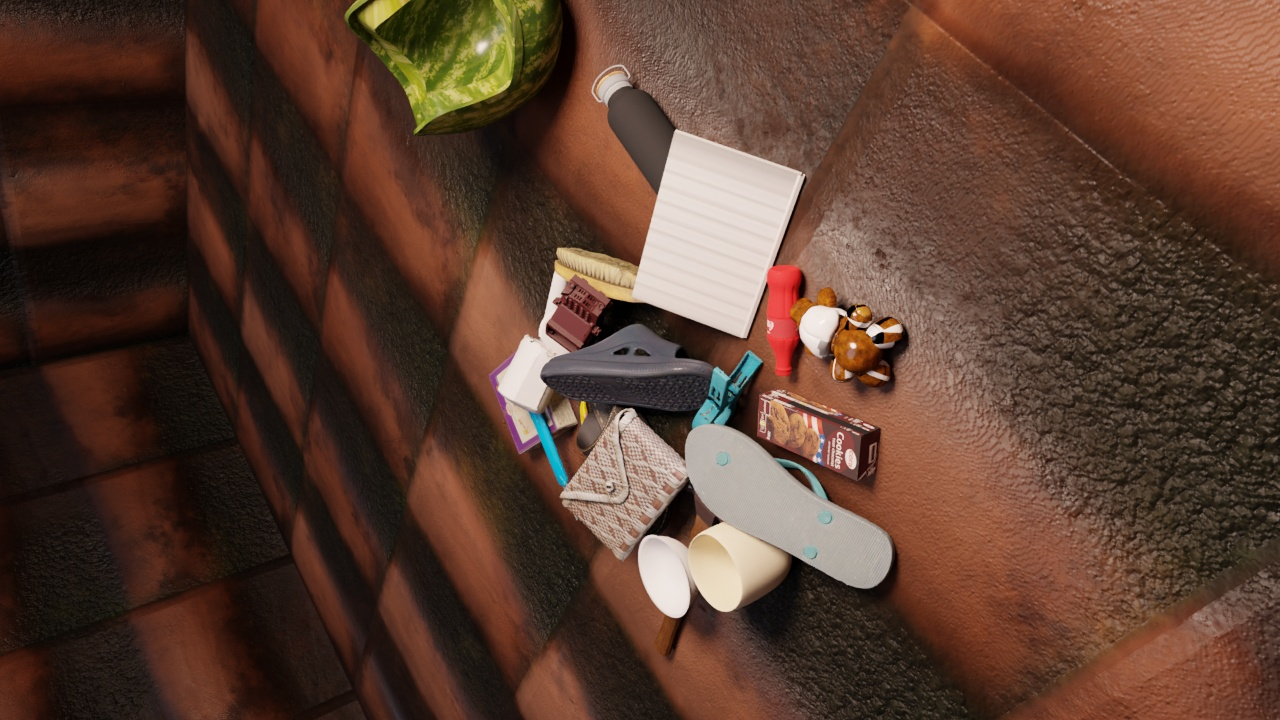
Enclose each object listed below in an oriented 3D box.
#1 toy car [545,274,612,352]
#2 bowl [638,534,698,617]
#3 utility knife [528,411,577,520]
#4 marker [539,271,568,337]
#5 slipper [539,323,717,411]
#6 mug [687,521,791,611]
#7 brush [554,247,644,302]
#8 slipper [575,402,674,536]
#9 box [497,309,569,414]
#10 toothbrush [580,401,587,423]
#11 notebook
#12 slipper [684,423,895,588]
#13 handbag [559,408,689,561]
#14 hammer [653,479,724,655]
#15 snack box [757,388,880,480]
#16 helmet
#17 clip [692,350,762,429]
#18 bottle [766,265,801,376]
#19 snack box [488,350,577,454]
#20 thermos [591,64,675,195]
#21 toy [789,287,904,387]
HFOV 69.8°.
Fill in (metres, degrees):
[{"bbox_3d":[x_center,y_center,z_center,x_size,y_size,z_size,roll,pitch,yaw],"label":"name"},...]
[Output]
[{"bbox_3d":[-0.085,-0.053,1.215,0.070,0.061,0.170,37,164,2],"label":"toy car"},{"bbox_3d":[0.045,0.275,1.196,0.110,0.040,0.110,27,123,49],"label":"bowl"},{"bbox_3d":[-0.132,0.145,1.387,0.031,0.015,0.205,-31,78,53],"label":"utility knife"},{"bbox_3d":[-0.129,-0.075,1.358,0.027,0.023,0.133,-112,30,-45],"label":"marker"},{"bbox_3d":[-0.007,0.007,1.168,0.269,0.110,0.083,0,61,36],"label":"slipper"},{"bbox_3d":[0.120,0.239,1.088,0.096,0.099,0.120,58,143,23],"label":"mug"},{"bbox_3d":[-0.047,-0.113,1.208,0.195,0.059,0.043,24,113,44],"label":"brush"},{"bbox_3d":[-0.033,0.117,1.261,0.113,0.075,0.267,-33,77,53],"label":"slipper"},{"bbox_3d":[-0.140,-0.003,1.338,0.166,0.083,0.092,-64,14,3],"label":"box"},{"bbox_3d":[-0.081,0.085,1.363,0.021,0.016,0.135,-5,99,49],"label":"toothbrush"},{"bbox_3d":[0.080,-0.133,1.010,0.142,0.009,0.210,21,126,7],"label":"notebook"},{"bbox_3d":[0.161,0.165,1.033,0.269,0.054,0.098,33,105,26],"label":"slipper"},{"bbox_3d":[-0.024,0.166,1.203,0.124,0.046,0.186,41,121,11],"label":"handbag"},{"bbox_3d":[0.066,0.292,1.239,0.115,0.033,0.324,46,136,35],"label":"hammer"},{"bbox_3d":[0.190,0.077,0.992,0.141,0.031,0.051,23,121,47],"label":"snack box"},{"bbox_3d":[-0.216,-0.412,1.165,0.213,0.247,0.243,60,-174,-9],"label":"helmet"},{"bbox_3d":[0.086,0.051,1.069,0.028,0.113,0.127,48,150,25],"label":"clip"},{"bbox_3d":[0.155,-0.041,0.988,0.036,0.036,0.119,19,118,48],"label":"bottle"},{"bbox_3d":[-0.173,0.060,1.452,0.148,0.040,0.143,-33,76,52],"label":"snack box"},{"bbox_3d":[0.012,-0.257,1.071,0.231,0.061,0.061,58,141,20],"label":"thermos"},{"bbox_3d":[0.200,-0.026,0.920,0.112,0.067,0.087,46,136,45],"label":"toy"}]
